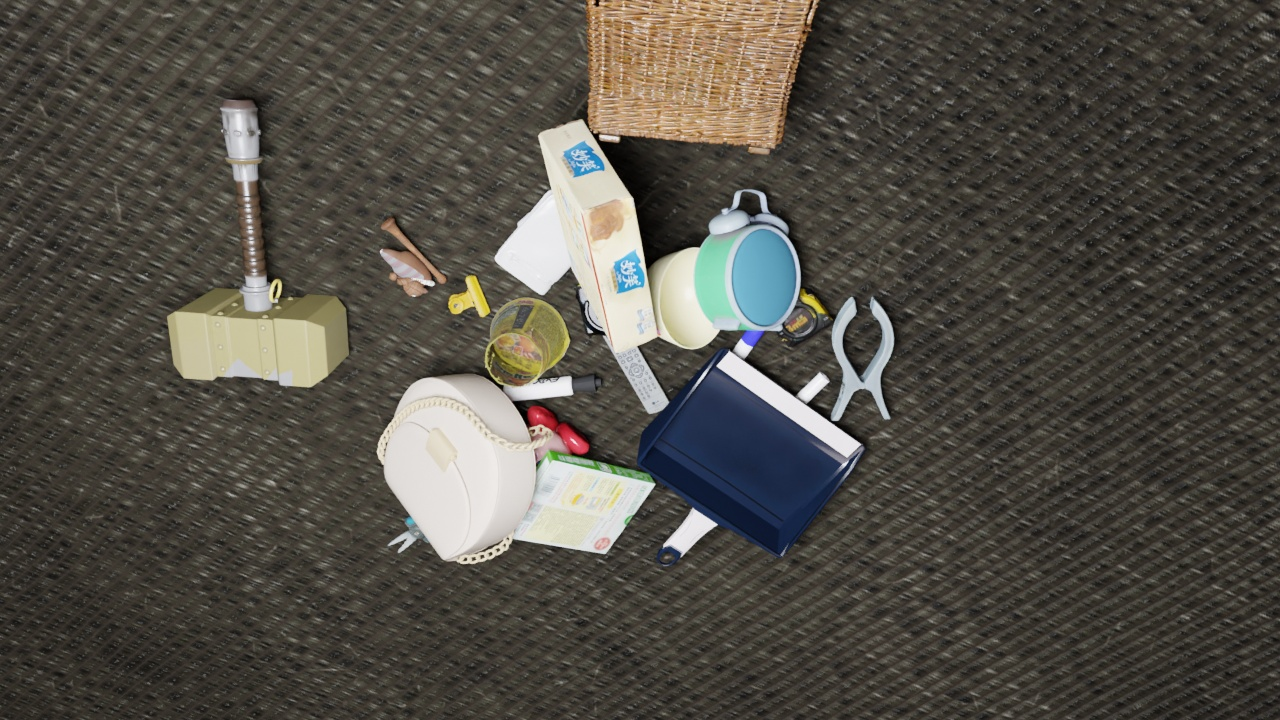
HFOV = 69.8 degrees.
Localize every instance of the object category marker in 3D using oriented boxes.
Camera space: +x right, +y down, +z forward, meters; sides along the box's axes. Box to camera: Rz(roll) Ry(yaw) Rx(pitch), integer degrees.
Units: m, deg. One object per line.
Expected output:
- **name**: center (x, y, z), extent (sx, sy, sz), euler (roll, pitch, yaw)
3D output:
- **marker**: center (0.110, 0.012, 1.155), extent (0.020, 0.020, 0.142), euler (31, 110, -8)
- **marker**: center (0.189, 0.066, 1.172), extent (0.017, 0.020, 0.134), euler (45, 108, 7)
- **marker**: center (-0.112, 0.035, 1.175), extent (0.126, 0.025, 0.025), euler (-6, 110, 6)

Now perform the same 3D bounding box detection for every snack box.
- **snack box**: center (-0.081, 0.187, 1.189), extent (0.168, 0.027, 0.132), euler (19, 115, -36)
- **snack box**: center (-0.044, -0.132, 0.995), extent (0.055, 0.153, 0.208), euler (-21, 140, -8)

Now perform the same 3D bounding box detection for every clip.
- **clip**: center (0.291, 0.001, 1.137), extent (0.108, 0.028, 0.163), euler (2, 112, 5)
- **clip**: center (-0.218, -0.076, 1.146), extent (0.046, 0.035, 0.053), euler (-23, 110, -8)

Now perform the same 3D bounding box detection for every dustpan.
- **dustpan**: center (0.110, 0.157, 1.168), extent (0.236, 0.080, 0.274), euler (34, 119, -12)

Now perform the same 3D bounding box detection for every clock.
- **clock**: center (0.122, -0.115, 1.060), extent (0.121, 0.075, 0.161), euler (-1, 93, -39)

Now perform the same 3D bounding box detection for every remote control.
- **remote control**: center (-0.007, 0.007, 1.164), extent (0.033, 0.013, 0.136), euler (-27, 107, 13)

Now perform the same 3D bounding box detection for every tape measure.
- **tape measure**: center (0.189, -0.056, 1.118), extent (0.067, 0.038, 0.062), euler (-35, 113, 18)
- **tape measure**: center (-0.040, -0.064, 1.118), extent (0.072, 0.042, 0.071), euler (-13, 90, 4)

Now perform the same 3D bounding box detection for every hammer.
- **hammer**: center (-0.461, -0.142, 1.088), extent (0.190, 0.100, 0.325), euler (4, 111, 2)

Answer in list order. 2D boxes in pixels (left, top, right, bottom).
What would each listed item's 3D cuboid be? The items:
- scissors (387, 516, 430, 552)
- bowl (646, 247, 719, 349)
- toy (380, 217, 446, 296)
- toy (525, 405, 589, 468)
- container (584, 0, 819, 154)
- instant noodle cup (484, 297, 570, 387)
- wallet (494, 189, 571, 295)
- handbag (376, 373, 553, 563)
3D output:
- **scissors**: center (-0.283, 0.216, 1.258), extent (0.122, 0.019, 0.149), euler (12, 117, -5)
- **bowl**: center (0.038, -0.075, 1.093), extent (0.074, 0.117, 0.118), euler (8, 119, 46)
- **toy**: center (-0.286, -0.120, 1.119), extent (0.054, 0.041, 0.102), euler (-44, 112, -6)
- **toy**: center (-0.137, 0.130, 1.197), extent (0.124, 0.097, 0.131), euler (34, 96, -32)
- **container**: center (0.055, -0.326, 0.961), extent (0.250, 0.162, 0.183), euler (6, 116, 1)
- **instant noodle cup**: center (-0.143, -0.016, 1.113), extent (0.102, 0.108, 0.102), euler (1, 109, 4)
- **wallet**: center (-0.112, -0.142, 1.107), extent (0.116, 0.032, 0.086), euler (-42, 114, 14)
- **handbag**: center (-0.221, 0.125, 1.140), extent (0.210, 0.103, 0.209), euler (45, 121, 28)
